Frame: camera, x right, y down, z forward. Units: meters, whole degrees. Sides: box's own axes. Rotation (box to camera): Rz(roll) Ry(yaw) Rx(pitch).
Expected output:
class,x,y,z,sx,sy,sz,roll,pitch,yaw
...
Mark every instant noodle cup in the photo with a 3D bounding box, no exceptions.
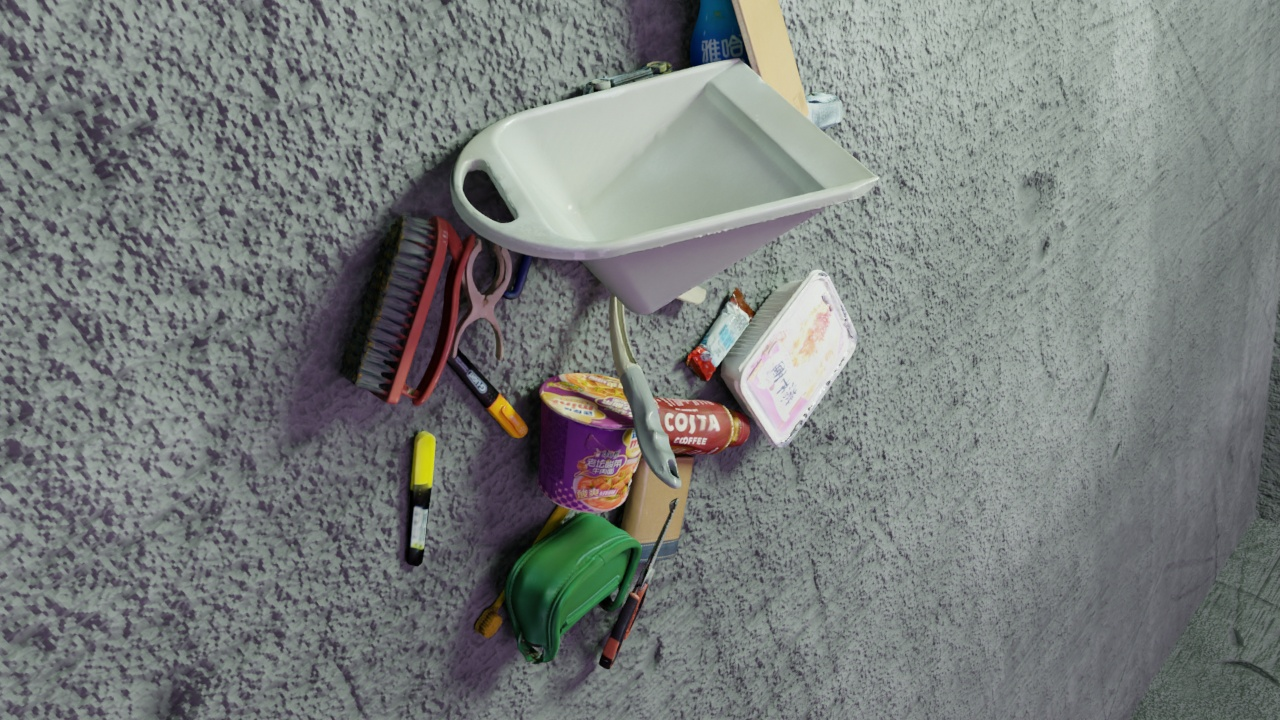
class,x,y,z,sx,sy,sz,roll,pitch,yaw
instant noodle cup,-0.044,0.078,0.839,0.111,0.112,0.099,-8,117,-41
instant noodle cup,0.160,-0.006,1.028,0.173,0.060,0.138,-50,131,-17

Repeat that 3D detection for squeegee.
class,x,y,z,sx,sy,sz,roll,pitch,yaw
squeegee,-0.005,0.005,0.801,0.246,0.039,0.246,20,47,-44

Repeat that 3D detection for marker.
class,x,y,z,sx,sy,sz,roll,pitch,yaw
marker,-0.135,0.027,0.796,0.018,0.015,0.124,-54,131,-24
marker,-0.188,0.119,0.780,0.018,0.015,0.124,-6,111,-41

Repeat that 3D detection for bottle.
class,x,y,z,sx,sy,sz,roll,pitch,yaw
bottle,0.083,-0.262,0.867,0.065,0.065,0.219,-28,121,-33
bottle,0.043,0.068,0.946,0.174,0.057,0.057,5,100,-44

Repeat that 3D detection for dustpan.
class,x,y,z,sx,sy,sz,roll,pitch,yaw
dustpan,-0.002,-0.155,0.698,0.258,0.222,0.142,-38,139,5

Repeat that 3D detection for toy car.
class,x,y,z,sx,sy,sz,roll,pitch,yaw
toy car,-0.011,-0.232,0.812,0.105,0.031,0.049,-27,121,-30
toy car,0.179,-0.261,0.979,0.090,0.034,0.043,-20,120,-35

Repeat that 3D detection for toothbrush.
class,x,y,z,sx,sy,sz,roll,pitch,yaw
toothbrush,-0.097,0.182,0.882,0.189,0.017,0.015,-55,134,-14

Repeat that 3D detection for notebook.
class,x,y,z,sx,sy,sz,roll,pitch,yaw
notebook,0.117,-0.309,0.852,0.211,0.012,0.149,68,28,-24

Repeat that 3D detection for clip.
class,x,y,z,sx,sy,sz,roll,pitch,yaw
clip,-0.131,-0.050,0.753,0.076,0.035,0.101,2,101,-23

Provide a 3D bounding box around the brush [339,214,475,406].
class,x,y,z,sx,sy,sz,roll,pitch,yaw
brush,-0.174,-0.040,0.705,0.069,0.063,0.146,18,89,-33

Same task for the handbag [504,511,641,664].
class,x,y,z,sx,sy,sz,roll,pitch,yaw
handbag,-0.062,0.218,0.878,0.131,0.068,0.120,-32,136,-43

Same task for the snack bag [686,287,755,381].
class,x,y,z,sx,sy,sz,roll,pitch,yaw
snack bag,0.086,-0.026,0.976,0.105,0.026,0.045,-53,123,-18

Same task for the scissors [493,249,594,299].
class,x,y,z,sx,sy,sz,roll,pitch,yaw
scissors,-0.080,-0.125,0.800,0.162,0.012,0.176,-55,131,-15

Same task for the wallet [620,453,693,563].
class,x,y,z,sx,sy,sz,roll,pitch,yaw
wallet,0.014,0.154,0.967,0.090,0.033,0.115,4,100,-46

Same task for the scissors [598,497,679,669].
class,x,y,z,sx,sy,sz,roll,pitch,yaw
scissors,0.005,0.220,0.938,0.210,0.015,0.177,-63,169,-8
